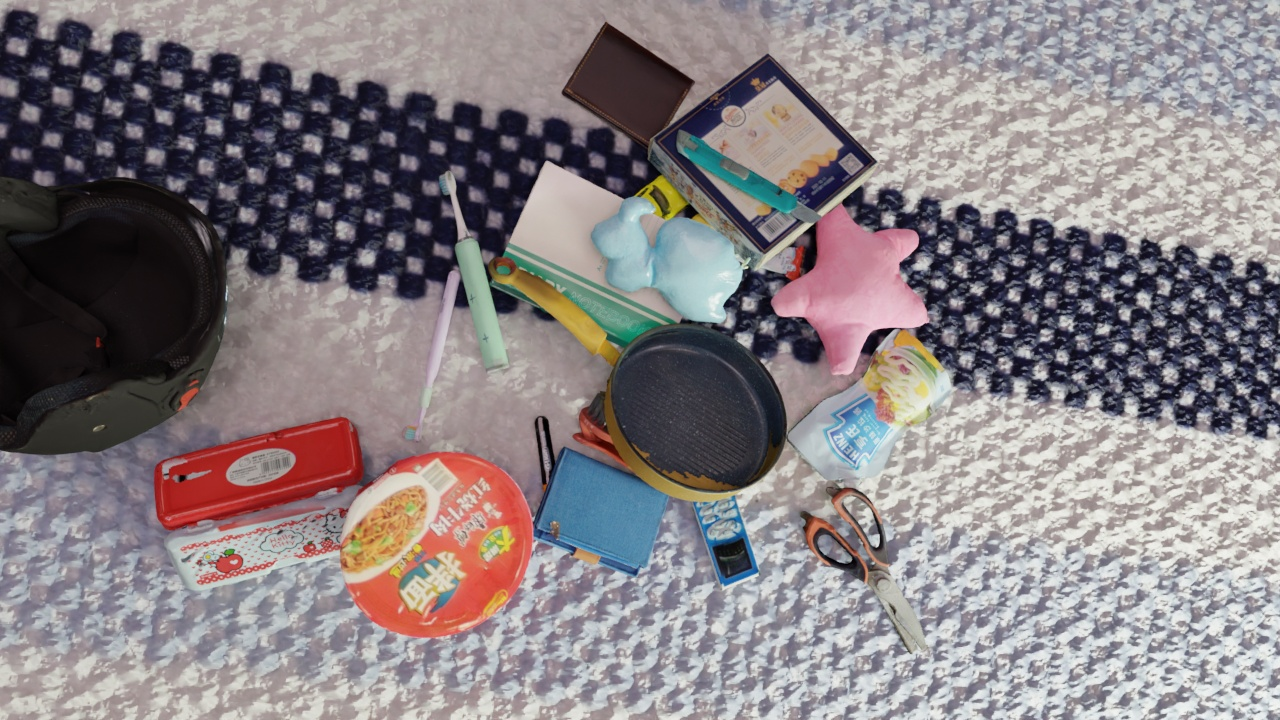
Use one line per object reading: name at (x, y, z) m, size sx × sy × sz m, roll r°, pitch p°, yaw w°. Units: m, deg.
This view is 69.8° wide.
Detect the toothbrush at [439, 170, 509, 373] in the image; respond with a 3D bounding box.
toothbrush at (-0.182, -0.096, 0.991) m, size 0.027 × 0.026 × 0.224 m, roll -14°, pitch 90°, yaw 33°

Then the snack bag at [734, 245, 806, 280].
snack bag at (0.141, -0.120, 1.047) m, size 0.104 × 0.026 × 0.048 m, roll 11°, pitch 80°, yaw -8°

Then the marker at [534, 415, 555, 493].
marker at (-0.100, 0.122, 1.001) m, size 0.018 × 0.015 × 0.124 m, roll -9°, pitch 89°, yaw -15°

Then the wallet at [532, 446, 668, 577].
wallet at (-0.043, 0.166, 0.992) m, size 0.133 × 0.040 × 0.106 m, roll 23°, pitch 74°, yaw -14°

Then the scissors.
scissors at (0.257, 0.249, 1.051) m, size 0.192 × 0.015 × 0.207 m, roll 7°, pitch 100°, yaw 0°

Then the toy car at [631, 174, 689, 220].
toy car at (0.014, -0.172, 1.026) m, size 0.105 × 0.032 × 0.048 m, roll -38°, pitch 94°, yaw -11°

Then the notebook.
notebook at (-0.041, -0.105, 1.007) m, size 0.209 × 0.012 × 0.150 m, roll 25°, pitch 98°, yaw -8°

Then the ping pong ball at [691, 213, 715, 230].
ping pong ball at (0.073, -0.146, 1.030) m, size 0.040 × 0.040 × 0.040 m, roll 0°, pitch 87°, yaw -10°

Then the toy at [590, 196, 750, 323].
toy at (0.036, -0.105, 0.977) m, size 0.156 × 0.049 × 0.161 m, roll -12°, pitch 116°, yaw 13°

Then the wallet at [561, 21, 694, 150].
wallet at (-0.013, -0.308, 1.034) m, size 0.122 × 0.020 × 0.096 m, roll 31°, pitch 88°, yaw -8°

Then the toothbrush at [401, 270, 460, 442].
toothbrush at (-0.223, -0.006, 0.985) m, size 0.021 × 0.029 × 0.189 m, roll 21°, pitch 80°, yaw -49°

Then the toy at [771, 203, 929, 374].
toy at (0.246, -0.074, 1.035) m, size 0.178 × 0.075 × 0.194 m, roll 25°, pitch 78°, yaw -5°

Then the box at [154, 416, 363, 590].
box at (-0.377, 0.147, 0.930) m, size 0.201 × 0.074 × 0.154 m, roll -14°, pitch 93°, yaw -10°

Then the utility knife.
utility knife at (0.113, -0.193, 0.972) m, size 0.179 × 0.013 × 0.029 m, roll 31°, pitch 73°, yaw 4°

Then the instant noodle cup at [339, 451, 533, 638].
instant noodle cup at (-0.210, 0.180, 0.939) m, size 0.193 × 0.066 × 0.194 m, roll -4°, pitch 100°, yaw -23°

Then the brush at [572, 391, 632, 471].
brush at (0.000, 0.088, 1.000) m, size 0.146 × 0.063 × 0.069 m, roll 23°, pitch 113°, yaw -7°

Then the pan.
pan at (-0.006, 0.006, 0.948) m, size 0.357 × 0.078 × 0.197 m, roll 30°, pitch 54°, yaw -3°

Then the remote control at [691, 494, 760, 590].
remote control at (0.093, 0.191, 1.026) m, size 0.049 × 0.024 × 0.125 m, roll -18°, pitch 92°, yaw -10°

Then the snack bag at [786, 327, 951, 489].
snack bag at (0.267, 0.061, 1.057) m, size 0.191 × 0.039 × 0.110 m, roll -45°, pitch 106°, yaw -8°

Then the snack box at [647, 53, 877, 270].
snack box at (0.134, -0.222, 1.014) m, size 0.177 × 0.046 × 0.182 m, roll -39°, pitch 80°, yaw -15°

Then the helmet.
helmet at (-0.504, -0.037, 0.834) m, size 0.274 × 0.231 × 0.233 m, roll -33°, pitch 86°, yaw -18°
